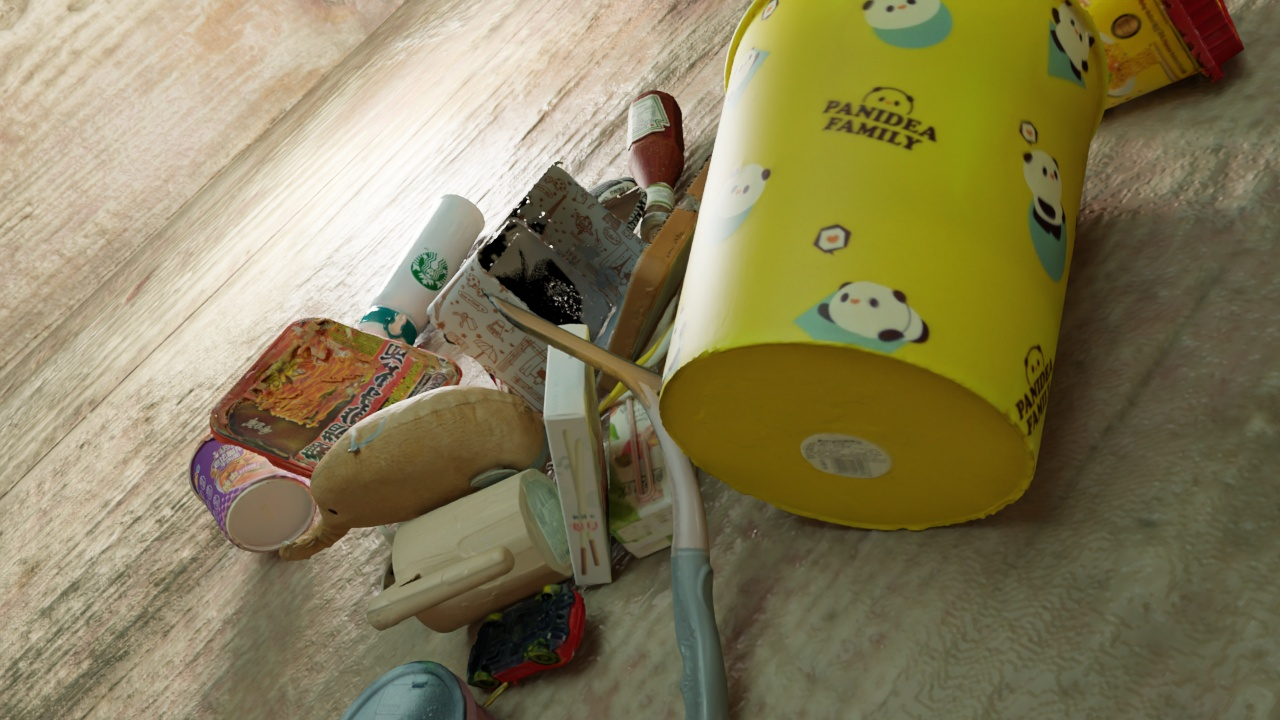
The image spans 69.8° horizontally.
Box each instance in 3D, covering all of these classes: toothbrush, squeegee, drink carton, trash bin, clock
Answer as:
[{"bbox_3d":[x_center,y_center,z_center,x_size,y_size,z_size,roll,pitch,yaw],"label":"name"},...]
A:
[{"bbox_3d":[-0.004,0.004,0.637,0.192,0.018,0.016,-45,29,29],"label":"toothbrush"},{"bbox_3d":[0.020,0.100,0.506,0.040,0.247,0.249,-21,67,24],"label":"squeegee"},{"bbox_3d":[0.007,0.069,0.630,0.054,0.045,0.122,-25,37,20],"label":"drink carton"},{"bbox_3d":[0.131,-0.060,0.512,0.230,0.229,0.254,-9,50,38],"label":"trash bin"},{"bbox_3d":[-0.140,0.262,0.540,0.117,0.060,0.158,-13,41,33],"label":"clock"}]

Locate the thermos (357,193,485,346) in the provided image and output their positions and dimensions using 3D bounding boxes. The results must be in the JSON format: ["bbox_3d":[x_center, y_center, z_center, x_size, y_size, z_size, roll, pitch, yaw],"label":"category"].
[{"bbox_3d":[-0.251,-0.094,1.049,0.073,0.073,0.223,-10,44,37],"label":"thermos"}]

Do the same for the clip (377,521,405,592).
[{"bbox_3d":[-0.193,0.148,0.750,0.061,0.034,0.097,-36,42,5],"label":"clip"}]

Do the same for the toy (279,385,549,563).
[{"bbox_3d":[-0.178,0.085,0.681,0.226,0.143,0.082,-19,56,3],"label":"toy"}]

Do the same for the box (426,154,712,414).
[{"bbox_3d":[-0.029,-0.081,0.706,0.193,0.156,0.182,-43,14,38],"label":"box"}]

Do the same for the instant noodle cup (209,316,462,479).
[{"bbox_3d":[-0.277,0.048,0.849,0.189,0.079,0.164,18,48,11],"label":"instant noodle cup"}]

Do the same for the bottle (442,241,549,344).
[{"bbox_3d":[-0.123,-0.071,0.853,0.080,0.044,0.194,1,26,9],"label":"bottle"}]

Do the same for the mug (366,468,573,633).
[{"bbox_3d":[-0.110,0.133,0.616,0.104,0.084,0.124,-26,-1,16],"label":"mug"}]

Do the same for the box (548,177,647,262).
[{"bbox_3d":[-0.035,-0.127,0.875,0.074,0.081,0.164,-37,10,-21],"label":"box"}]

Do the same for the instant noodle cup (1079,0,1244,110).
[{"bbox_3d":[0.315,-0.228,0.622,0.124,0.116,0.116,-27,34,38],"label":"instant noodle cup"}]

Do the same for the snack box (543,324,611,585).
[{"bbox_3d":[-0.038,0.063,0.589,0.027,0.157,0.084,-5,40,1],"label":"snack box"}]

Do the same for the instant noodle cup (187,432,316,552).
[{"bbox_3d":[-0.369,0.126,0.885,0.111,0.111,0.099,-44,43,-6],"label":"instant noodle cup"}]

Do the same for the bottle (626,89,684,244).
[{"bbox_3d":[0.016,-0.191,0.910,0.060,0.060,0.205,-24,43,23],"label":"bottle"}]

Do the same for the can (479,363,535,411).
[{"bbox_3d":[-0.116,-0.003,0.825,0.053,0.053,0.133,-43,34,-4],"label":"can"}]

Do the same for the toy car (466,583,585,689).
[{"bbox_3d":[-0.075,0.182,0.593,0.107,0.031,0.049,-33,34,35],"label":"toy car"}]
